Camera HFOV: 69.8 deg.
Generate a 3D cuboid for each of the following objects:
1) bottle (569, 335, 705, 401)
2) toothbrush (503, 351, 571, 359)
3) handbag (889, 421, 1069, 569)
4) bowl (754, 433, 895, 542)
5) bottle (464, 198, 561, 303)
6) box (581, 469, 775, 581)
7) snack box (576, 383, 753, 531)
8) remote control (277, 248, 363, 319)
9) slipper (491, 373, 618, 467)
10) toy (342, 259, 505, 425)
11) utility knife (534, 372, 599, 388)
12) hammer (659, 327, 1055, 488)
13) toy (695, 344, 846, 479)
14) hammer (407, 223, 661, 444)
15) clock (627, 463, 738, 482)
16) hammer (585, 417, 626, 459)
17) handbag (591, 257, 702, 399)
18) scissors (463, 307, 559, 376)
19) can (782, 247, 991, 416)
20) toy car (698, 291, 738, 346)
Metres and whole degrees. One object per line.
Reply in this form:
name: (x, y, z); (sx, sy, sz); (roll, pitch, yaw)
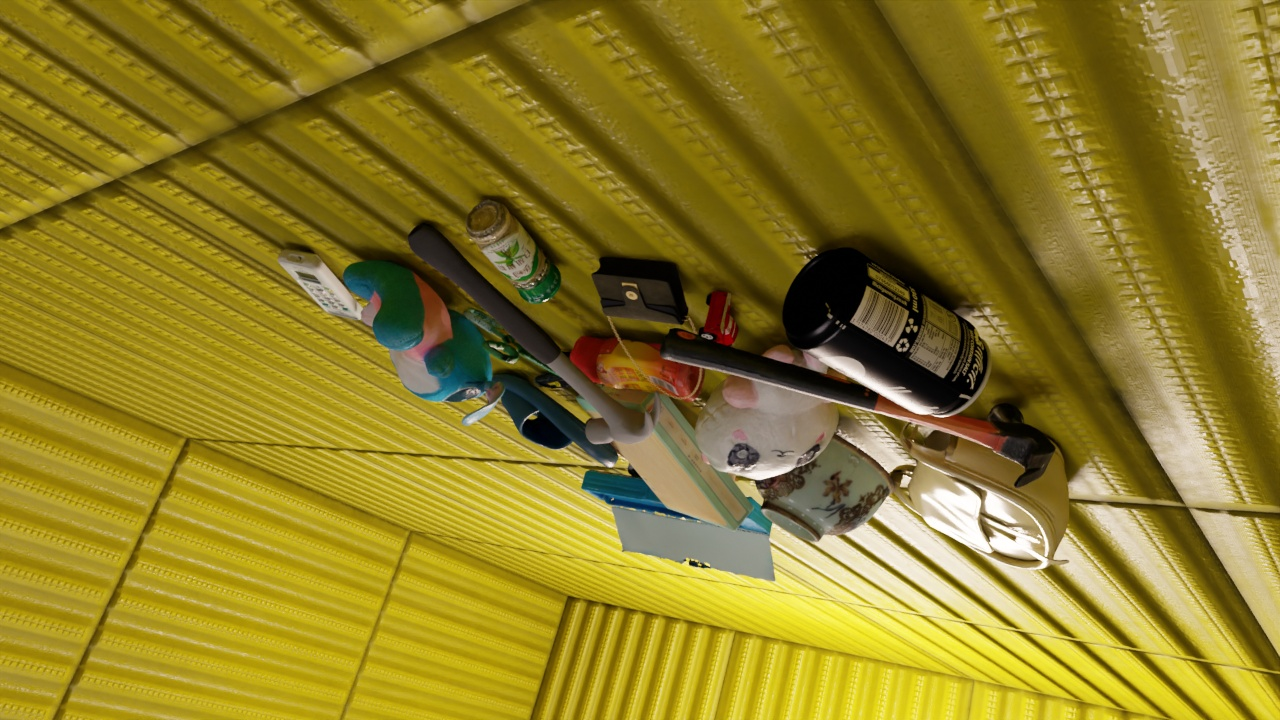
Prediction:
bottle: (-0.005, 0.005, 0.928); (0.134, 0.048, 0.071); (8, 156, 23)
toothbrush: (-0.074, -0.005, 1.008); (0.188, 0.014, 0.017); (7, 144, 26)
handbag: (0.349, 0.137, 0.937); (0.191, 0.088, 0.233); (14, 160, 17)
bowl: (0.187, 0.142, 1.013); (0.160, 0.093, 0.160); (30, 165, 9)
bottle: (-0.106, -0.091, 0.772); (0.043, 0.042, 0.110); (7, 156, 25)
box: (0.059, 0.210, 1.225); (0.244, 0.059, 0.176); (6, 141, 29)
snack box: (0.026, 0.105, 1.043); (0.193, 0.044, 0.142); (53, 158, -21)
remote control: (-0.346, -0.084, 1.006); (0.050, 0.022, 0.133); (13, 159, 11)
slipper: (-0.110, 0.081, 1.131); (0.214, 0.059, 0.104); (30, 172, 38)
toy: (-0.234, -0.030, 0.955); (0.224, 0.099, 0.191); (39, 169, 33)
utility knife: (-0.077, 0.020, 1.068); (0.028, 0.020, 0.175); (32, 156, -30)
hammer: (0.177, 0.030, 0.751); (0.333, 0.033, 0.133); (16, -161, -3)
toy: (0.126, 0.041, 0.860); (0.138, 0.101, 0.180); (-1, 145, -12)
hammer: (-0.098, -0.019, 0.880); (0.125, 0.029, 0.311); (-12, 132, 49)
clock: (0.059, 0.142, 1.215); (0.158, 0.058, 0.117); (31, 156, -34)
hammer: (0.015, 0.159, 1.339); (0.120, 0.033, 0.330); (3, 155, 36)
handbag: (0.013, -0.019, 0.822); (0.084, 0.027, 0.178); (8, 144, 23)
scissors: (-0.137, -0.020, 0.967); (0.123, 0.012, 0.126); (43, -165, 20)
can: (0.181, -0.018, 0.673); (0.146, 0.080, 0.080); (27, 158, -24)
toy car: (0.072, -0.025, 0.802); (0.025, 0.038, 0.089); (7, 157, 19)
